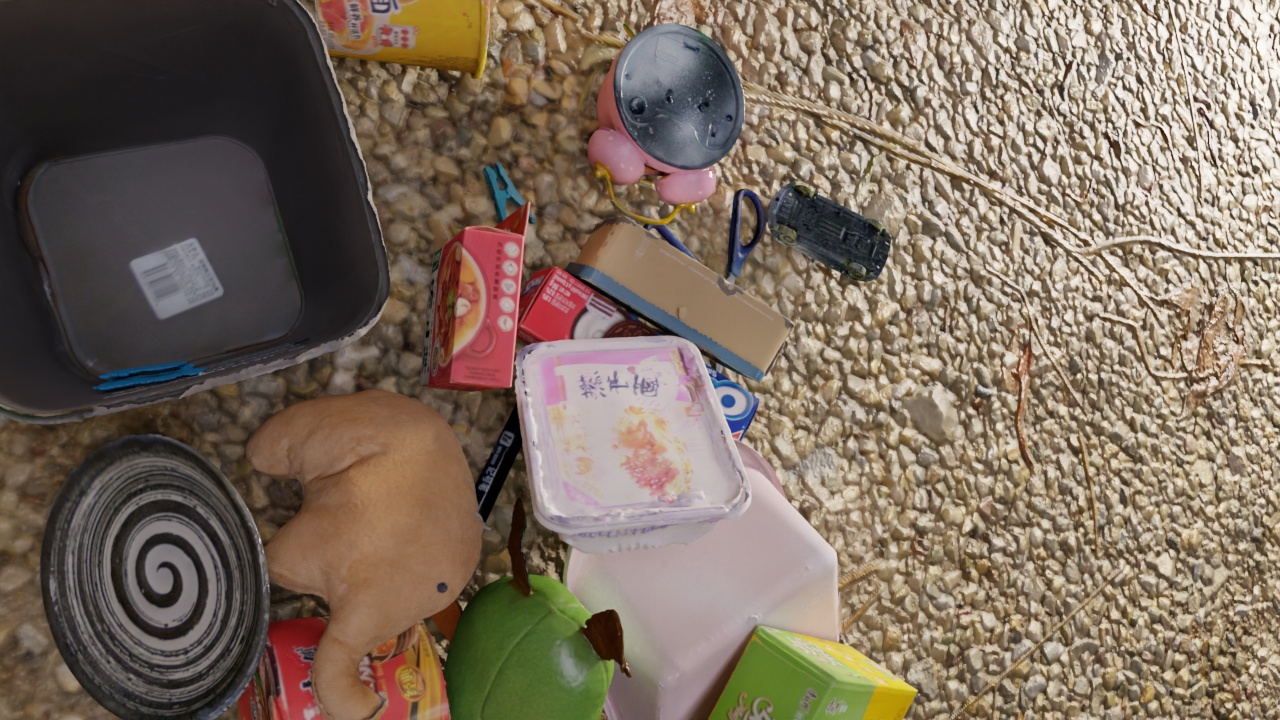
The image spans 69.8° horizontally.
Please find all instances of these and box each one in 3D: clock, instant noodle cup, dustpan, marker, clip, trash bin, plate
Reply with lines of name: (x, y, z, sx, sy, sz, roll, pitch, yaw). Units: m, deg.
clock: (0.017, -0.188, 0.744, 0.117, 0.060, 0.158, 15, 79, -24)
instant noodle cup: (-0.168, -0.266, 0.630, 0.109, 0.138, 0.138, -4, 89, -17)
instant noodle cup: (-0.193, 0.226, 0.594, 0.108, 0.138, 0.138, -6, 90, -33)
instant noodle cup: (-0.013, 0.060, 0.624, 0.138, 0.173, 0.060, -3, 129, -12)
dustpan: (0.050, 0.195, 0.732, 0.222, 0.139, 0.274, -29, 140, -25)
marker: (-0.101, 0.066, 0.700, 0.022, 0.020, 0.132, 41, 68, -48)
clip: (-0.105, -0.126, 0.710, 0.038, 0.013, 0.055, -30, 99, -23)
trash bin: (-0.272, -0.074, 0.520, 0.198, 0.220, 0.198, -17, 93, -25)
plate: (-0.291, 0.133, 0.557, 0.180, 0.024, 0.179, 0, 90, 21)

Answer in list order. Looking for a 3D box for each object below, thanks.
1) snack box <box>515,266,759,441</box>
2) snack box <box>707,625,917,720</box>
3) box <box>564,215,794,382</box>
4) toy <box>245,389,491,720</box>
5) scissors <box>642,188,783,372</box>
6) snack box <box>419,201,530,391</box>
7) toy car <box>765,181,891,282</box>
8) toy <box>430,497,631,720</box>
snack box: (-0.004, 0.004, 0.725, 0.207, 0.058, 0.057, 33, 77, -20)
snack box: (0.118, 0.295, 0.692, 0.210, 0.070, 0.157, 33, 85, -53)
box: (0.025, -0.051, 0.716, 0.184, 0.090, 0.059, 28, 90, -15)
toy: (-0.166, 0.111, 0.582, 0.143, 0.083, 0.225, -10, 51, -19)
scissors: (0.070, -0.072, 0.787, 0.176, 0.012, 0.162, 31, 76, -22)
snack box: (-0.119, -0.043, 0.645, 0.044, 0.113, 0.127, 7, 84, -23)
toy car: (0.167, -0.113, 0.821, 0.120, 0.037, 0.054, 25, 78, -11)
toy: (-0.079, 0.222, 0.619, 0.089, 0.227, 0.247, -8, 130, -47)
